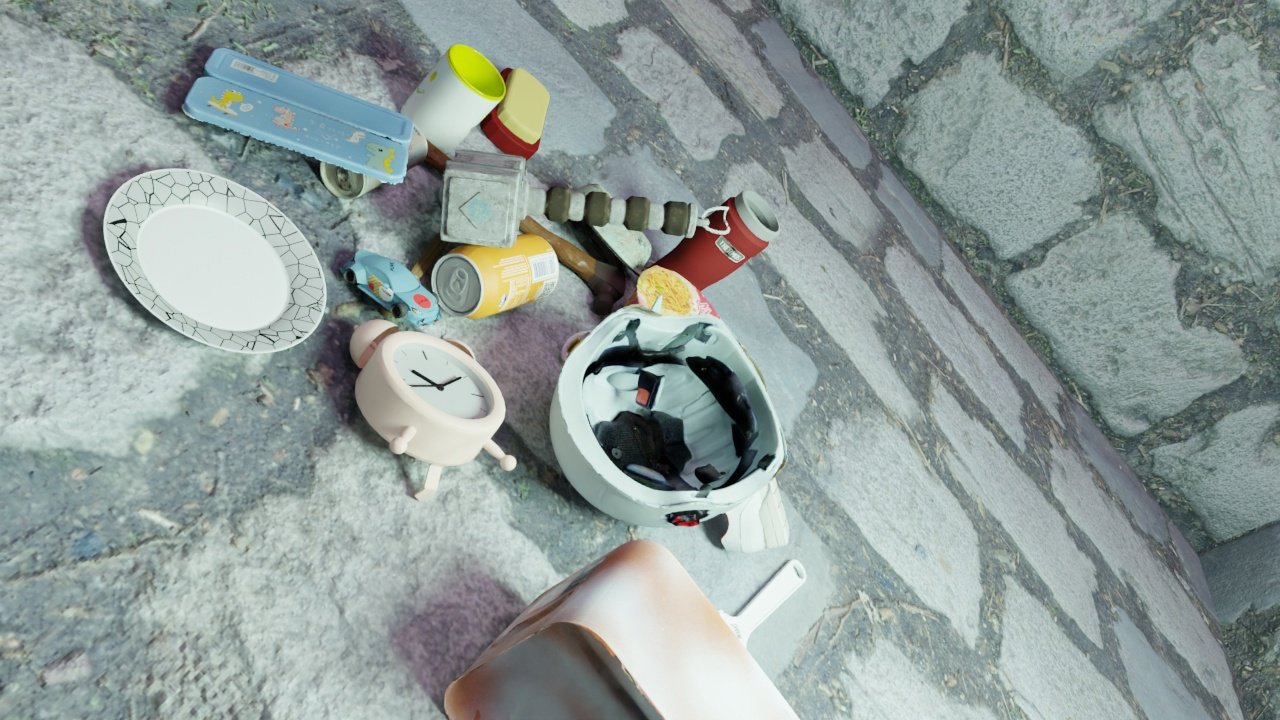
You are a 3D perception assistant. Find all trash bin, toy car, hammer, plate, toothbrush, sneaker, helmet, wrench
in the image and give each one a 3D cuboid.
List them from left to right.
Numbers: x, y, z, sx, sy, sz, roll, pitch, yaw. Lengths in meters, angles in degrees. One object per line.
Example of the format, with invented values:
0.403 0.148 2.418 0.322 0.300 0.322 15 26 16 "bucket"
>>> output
-0.362 -0.083 0.791 0.188 0.016 0.188 33 37 -30 "plate"
-0.240 -0.076 0.898 0.108 0.028 0.060 35 29 14 "toy car"
-0.236 -0.095 0.972 0.016 0.016 0.166 41 33 -17 "toothbrush"
-0.145 -0.175 1.155 0.323 0.033 0.115 34 38 -28 "hammer"
-0.057 -0.169 1.020 0.326 0.079 0.176 6 19 -7 "hammer"
0.002 0.299 0.747 0.259 0.182 0.157 53 30 0 "trash bin"
0.010 0.077 0.985 0.263 0.164 0.236 -11 64 -36 "helmet"
0.099 0.119 1.112 0.090 0.104 0.236 3 70 -79 "sneaker"
0.143 0.295 1.092 0.066 0.018 0.272 59 31 8 "wrench"

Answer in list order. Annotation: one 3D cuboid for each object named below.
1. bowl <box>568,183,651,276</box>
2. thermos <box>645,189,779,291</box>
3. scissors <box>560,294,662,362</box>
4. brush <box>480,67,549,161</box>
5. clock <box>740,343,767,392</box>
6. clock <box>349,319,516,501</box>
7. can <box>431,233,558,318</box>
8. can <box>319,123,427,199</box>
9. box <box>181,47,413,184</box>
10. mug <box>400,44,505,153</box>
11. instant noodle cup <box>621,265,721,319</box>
-0.035 -0.185 1.247 0.157 0.038 0.157 48 9 -11 "bowl"
0.097 -0.158 1.295 0.084 0.199 0.107 38 35 -24 "thermos"
-0.017 -0.003 1.095 0.173 0.014 0.170 18 86 -12 "scissors"
-0.169 -0.351 1.283 0.082 0.042 0.173 35 36 -27 "brush"
0.129 0.019 1.307 0.093 0.055 0.140 22 50 -40 "clock"
-0.198 0.039 0.846 0.131 0.086 0.160 16 38 -45 "clock"
-0.158 -0.094 1.012 0.079 0.079 0.142 56 32 5 "can"
-0.284 -0.219 0.991 0.054 0.054 0.135 48 32 -9 "can"
-0.332 -0.245 0.917 0.208 0.021 0.125 17 36 -20 "box"
-0.227 -0.315 1.109 0.082 0.106 0.082 33 37 -30 "mug"
0.037 -0.028 1.208 0.178 0.078 0.178 32 37 -29 "instant noodle cup"
